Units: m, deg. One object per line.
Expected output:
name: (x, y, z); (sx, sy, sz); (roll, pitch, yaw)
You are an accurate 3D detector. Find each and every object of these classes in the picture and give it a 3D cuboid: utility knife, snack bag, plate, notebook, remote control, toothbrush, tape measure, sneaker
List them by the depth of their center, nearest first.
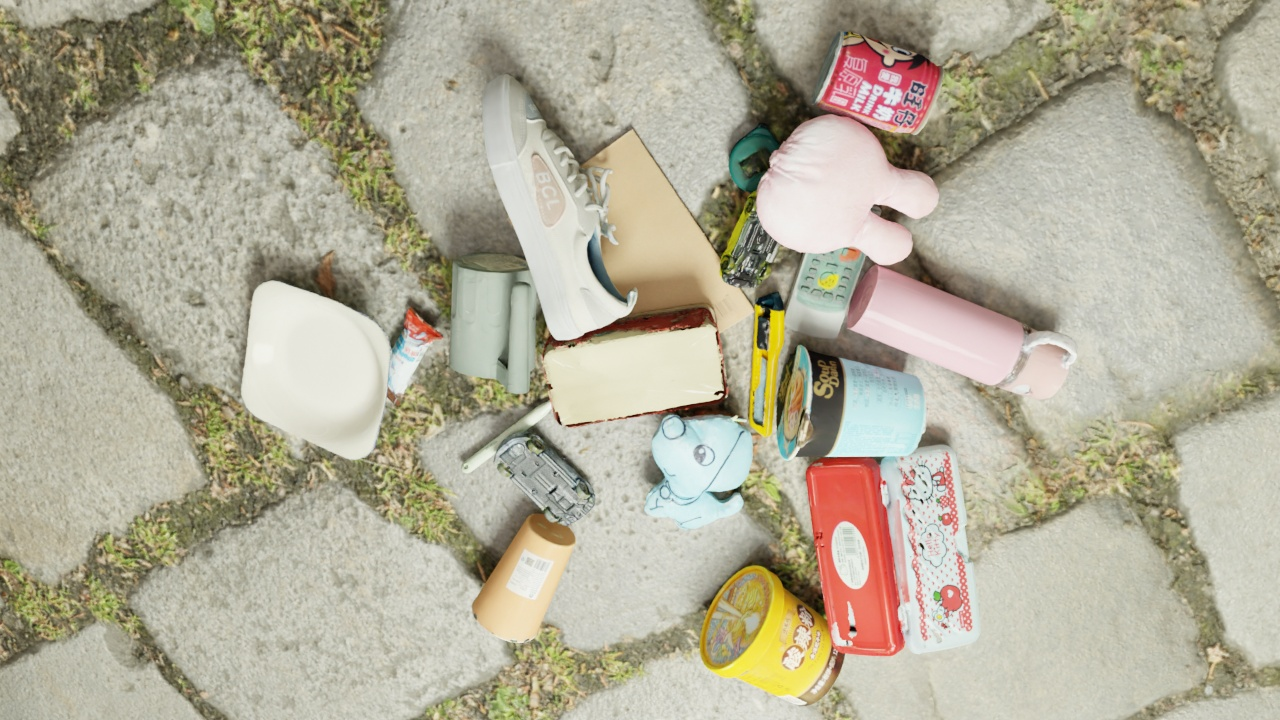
sneaker: (-0.068, -0.143, 0.817); (0.091, 0.089, 0.242); (-17, 96, 10)
tape measure: (0.108, -0.179, 0.835); (0.055, 0.025, 0.058); (-35, 103, 15)
remote control: (0.179, -0.087, 0.865); (0.056, 0.019, 0.135); (16, 111, -1)
notebook: (-0.008, -0.092, 0.887); (0.150, 0.012, 0.211); (-32, 104, 15)
utility knife: (0.123, 0.005, 0.899); (0.033, 0.015, 0.154); (19, 119, 37)
plate: (-0.323, 0.006, 0.930); (0.164, 0.034, 0.164); (22, 114, 10)
snack bag: (-0.240, -0.003, 0.935); (0.048, 0.026, 0.104); (40, 109, 2)
toothbrush: (-0.117, 0.062, 0.950); (0.190, 0.020, 0.029); (-37, 74, 17)

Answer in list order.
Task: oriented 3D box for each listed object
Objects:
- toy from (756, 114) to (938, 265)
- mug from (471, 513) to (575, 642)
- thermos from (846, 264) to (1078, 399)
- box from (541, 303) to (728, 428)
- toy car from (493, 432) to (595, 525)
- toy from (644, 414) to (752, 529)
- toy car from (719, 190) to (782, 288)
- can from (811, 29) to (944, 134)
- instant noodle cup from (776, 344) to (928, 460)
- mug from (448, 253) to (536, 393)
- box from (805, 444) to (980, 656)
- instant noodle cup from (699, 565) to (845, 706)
toy: (0.180, -0.143, 0.805); (0.159, 0.054, 0.121); (21, 109, -17)
mug: (-0.121, 0.230, 0.986); (0.078, 0.078, 0.123); (26, 106, -4)
thermos: (0.298, -0.027, 0.844); (0.198, 0.067, 0.087); (22, 156, -1)
box: (-0.005, 0.005, 0.870); (0.168, 0.077, 0.091); (-10, 110, 3)
toy car: (-0.099, 0.122, 0.959); (0.054, 0.036, 0.120); (-39, 109, 19)
toy: (0.061, 0.109, 0.917); (0.161, 0.049, 0.156); (31, 116, -33)
toy car: (0.107, -0.116, 0.849); (0.048, 0.032, 0.105); (7, 122, -26)
can: (0.202, -0.236, 0.783); (0.094, 0.066, 0.067); (18, 111, -1)
instant noodle cup: (0.201, 0.048, 0.873); (0.120, 0.111, 0.111); (7, 111, -5)
mug: (-0.131, -0.038, 0.864); (0.083, 0.124, 0.103); (-6, 111, -28)
box: (0.250, 0.190, 0.908); (0.160, 0.065, 0.201); (-8, 92, 13)
instant noodle cup: (0.142, 0.295, 0.964); (0.114, 0.118, 0.119); (34, 110, -15)
